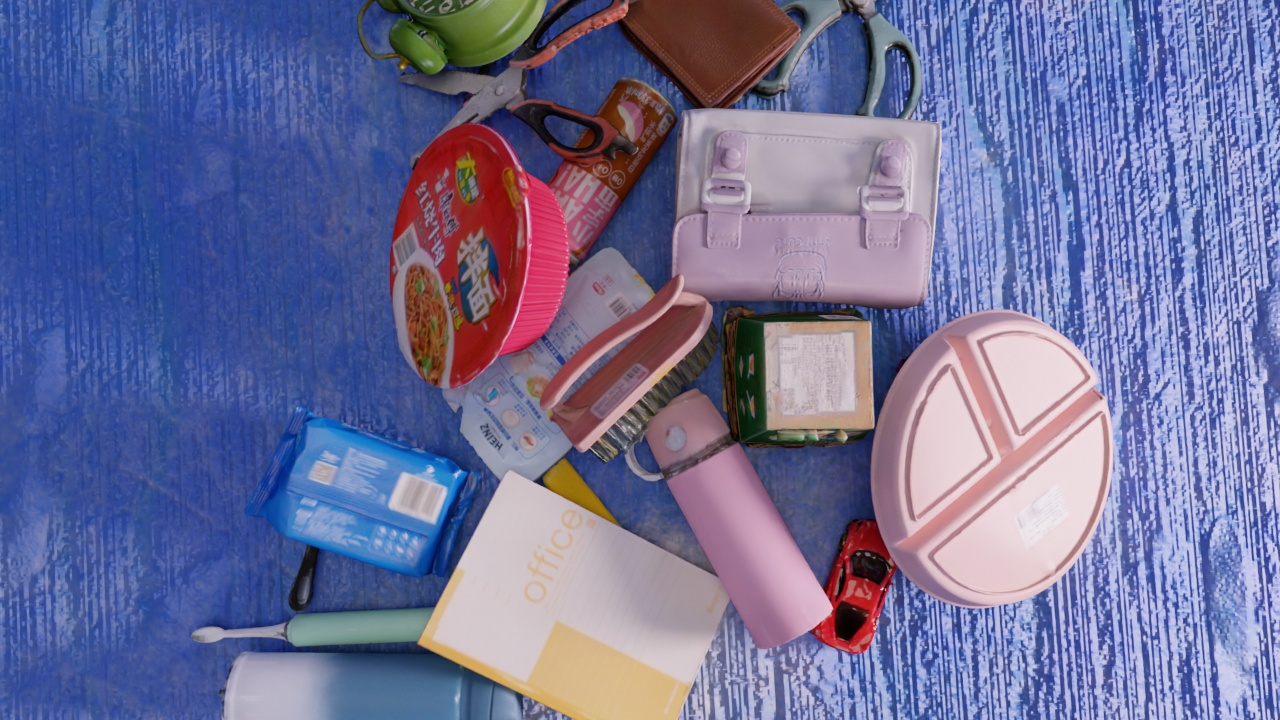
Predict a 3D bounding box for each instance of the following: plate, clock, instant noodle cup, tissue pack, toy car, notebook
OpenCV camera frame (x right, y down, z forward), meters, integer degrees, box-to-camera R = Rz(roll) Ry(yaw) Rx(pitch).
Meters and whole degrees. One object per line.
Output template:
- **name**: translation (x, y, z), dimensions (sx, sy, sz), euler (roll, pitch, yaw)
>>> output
- **plate**: translation (0.274, 0.076, 0.691), dimensions (0.229, 0.028, 0.229), euler (-1, 94, -24)
- **clock**: translation (-0.150, -0.287, 0.717), dimensions (0.161, 0.056, 0.116), euler (-26, 68, 10)
- **instant noodle cup**: translation (-0.116, -0.074, 0.683), dimensions (0.065, 0.194, 0.194), euler (3, 86, -43)
- **tissue pack**: translation (-0.209, 0.103, 0.703), dimensions (0.157, 0.052, 0.095), euler (23, 87, -18)
- **toy car**: translation (0.173, 0.178, 0.728), dimensions (0.049, 0.031, 0.106), euler (21, 85, -1)
- **notebook**: translation (-0.044, 0.193, 0.702), dimensions (0.206, 0.010, 0.145), euler (29, 74, -7)

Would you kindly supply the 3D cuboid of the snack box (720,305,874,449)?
- **snack box**: translation (0.126, 0.010, 0.696), dimensions (0.118, 0.105, 0.117), euler (-1, 87, -1)

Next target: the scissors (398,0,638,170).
- **scissors**: translation (-0.090, -0.218, 0.717), dimensions (0.223, 0.015, 0.189), euler (19, 83, 18)

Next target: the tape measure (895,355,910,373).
- **tape measure**: translation (0.234, 0.017, 0.731), dimensions (0.058, 0.039, 0.057), euler (-41, 88, -7)

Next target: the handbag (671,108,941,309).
- **handbag**: translation (0.122, -0.114, 0.711), dimensions (0.197, 0.098, 0.145), euler (2, 93, 0)

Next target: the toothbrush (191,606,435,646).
- **toothbrush**: translation (-0.241, 0.212, 0.724), dimensions (0.224, 0.027, 0.026), euler (-3, 80, -1)

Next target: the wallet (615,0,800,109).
- **wallet**: translation (0.054, -0.268, 0.739), dimensions (0.101, 0.032, 0.124), euler (-42, 77, -2)

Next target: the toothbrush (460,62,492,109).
- **toothbrush**: translation (-0.142, -0.203, 0.748), dimensions (0.014, 0.018, 0.189), euler (20, 89, 9)

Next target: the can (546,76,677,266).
- **can**: translation (-0.032, -0.149, 0.726), dimensions (0.058, 0.058, 0.147), euler (34, 88, 1)

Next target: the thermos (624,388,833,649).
- **thermos**: translation (0.062, 0.123, 0.711), dimensions (0.087, 0.067, 0.198), euler (-33, 84, 19)

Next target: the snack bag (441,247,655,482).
- **snack bag**: translation (-0.062, 0.007, 0.729), dimensions (0.191, 0.039, 0.110), euler (-40, 95, -1)

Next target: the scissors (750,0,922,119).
- **scissors**: translation (0.153, -0.264, 0.753), dimensions (0.178, 0.019, 0.173), euler (-5, 89, 0)

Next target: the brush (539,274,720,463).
- **brush**: translation (-0.004, 0.004, 0.681), dimensions (0.145, 0.063, 0.073), euler (-43, 118, -2)

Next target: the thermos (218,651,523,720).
- **thermos**: translation (-0.200, 0.258, 0.703), dimensions (0.220, 0.070, 0.070), euler (1, 87, 0)

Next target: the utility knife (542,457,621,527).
- **utility knife**: translation (-0.025, 0.139, 0.734), dimensions (0.033, 0.015, 0.154), euler (-38, 88, -19)

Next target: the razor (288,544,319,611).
- **razor**: translation (-0.254, 0.129, 0.730), dimensions (0.042, 0.022, 0.142), euler (15, 87, -21)
